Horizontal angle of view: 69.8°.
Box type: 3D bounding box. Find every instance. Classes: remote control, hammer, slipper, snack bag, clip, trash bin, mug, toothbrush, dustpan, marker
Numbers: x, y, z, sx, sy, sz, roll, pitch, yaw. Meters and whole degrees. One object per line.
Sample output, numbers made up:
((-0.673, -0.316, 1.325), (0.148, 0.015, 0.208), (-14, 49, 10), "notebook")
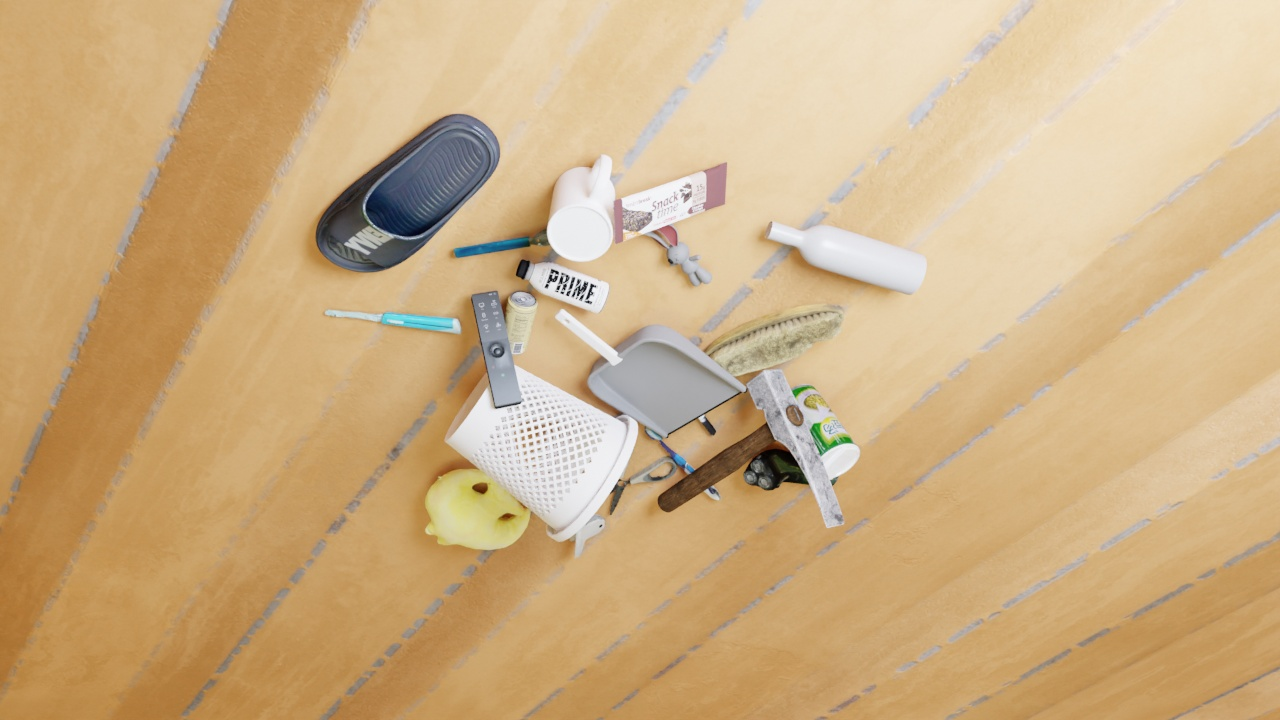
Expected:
((-0.182, -0.015, 1.159), (0.034, 0.150, 0.013), (-11, 169, -16), "remote control")
((0.132, 0.176, 1.268), (0.037, 0.217, 0.302), (-3, 152, -40), "hammer")
((-0.271, -0.174, 1.063), (0.269, 0.083, 0.110), (-33, 123, 23), "slipper")
((0.036, -0.180, 1.044), (0.157, 0.013, 0.057), (-23, 133, -26), "snack bag")
((-0.088, 0.263, 1.445), (0.052, 0.057, 0.102), (20, 131, 16), "clip")
((-0.142, 0.107, 1.234), (0.199, 0.195, 0.196), (35, 122, -13), "trash bin")
((-0.059, -0.182, 1.046), (0.073, 0.090, 0.111), (20, 126, -15), "mug")
((0.067, 0.153, 1.360), (0.017, 0.016, 0.189), (-5, 137, 48), "toothbrush")
((-0.007, 0.007, 1.213), (0.257, 0.033, 0.164), (39, 132, -20), "dustpan")
((0.067, 0.056, 1.287), (0.011, 0.011, 0.152), (-26, 124, 20), "marker")

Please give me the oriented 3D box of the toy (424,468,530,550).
((-0.258, 0.233, 1.401), (0.155, 0.064, 0.170), (-29, 123, 15), "toy")

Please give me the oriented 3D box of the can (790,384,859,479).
((0.238, 0.096, 1.237), (0.067, 0.121, 0.067), (-15, 138, -15), "can")

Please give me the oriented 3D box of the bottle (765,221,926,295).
((0.245, -0.130, 1.107), (0.195, 0.052, 0.053), (15, 127, -11), "bottle")

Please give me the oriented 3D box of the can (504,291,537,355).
((-0.159, -0.048, 1.189), (0.038, 0.038, 0.080), (12, 128, -9), "can")

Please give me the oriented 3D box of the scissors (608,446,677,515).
((-0.017, 0.176, 1.383), (0.166, 0.012, 0.158), (-8, 126, 7), "scissors")

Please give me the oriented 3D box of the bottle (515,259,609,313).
((-0.099, -0.096, 1.148), (0.116, 0.041, 0.041), (20, 126, -14), "bottle")

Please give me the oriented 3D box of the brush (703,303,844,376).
((0.173, -0.026, 1.198), (0.196, 0.043, 0.059), (-19, 126, 18), "brush")

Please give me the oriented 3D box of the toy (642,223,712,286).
((0.046, -0.131, 1.124), (0.049, 0.030, 0.111), (-9, 137, 45), "toy")

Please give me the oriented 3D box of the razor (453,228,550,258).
((-0.160, -0.143, 1.124), (0.144, 0.022, 0.042), (-10, 127, 10), "razor")

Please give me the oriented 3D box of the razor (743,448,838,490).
((0.223, 0.168, 1.342), (0.151, 0.067, 0.054), (12, 132, -19), "razor")

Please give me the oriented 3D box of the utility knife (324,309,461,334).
((-0.325, -0.053, 1.205), (0.179, 0.015, 0.022), (5, 130, 0), "utility knife")
